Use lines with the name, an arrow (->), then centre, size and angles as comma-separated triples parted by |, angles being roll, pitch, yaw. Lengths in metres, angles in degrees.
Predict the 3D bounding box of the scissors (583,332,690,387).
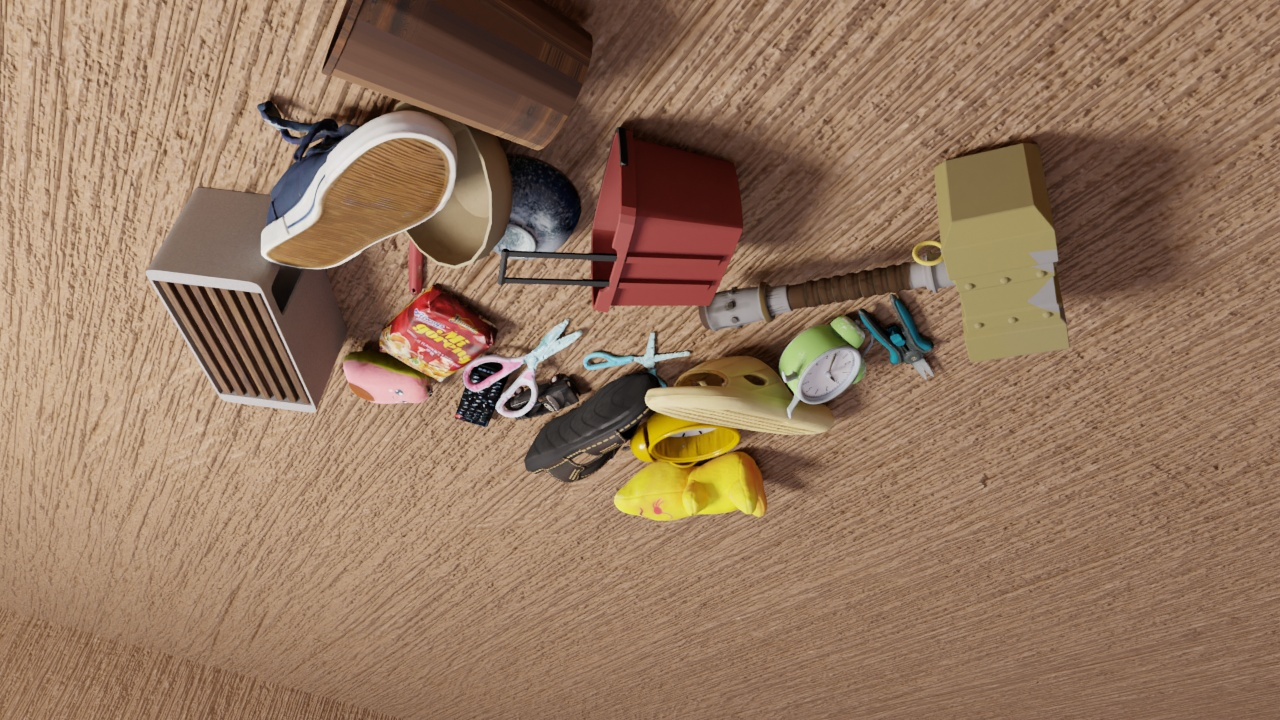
scissors -> -0.008, 0.006, 1.090 | 0.133, 0.015, 0.135 | 7, 138, 0

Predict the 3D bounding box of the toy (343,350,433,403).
toy -> -0.312, 0.023, 1.141 | 0.110, 0.051, 0.090 | 6, 145, 2

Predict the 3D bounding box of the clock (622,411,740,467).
clock -> 0.055, 0.093, 1.144 | 0.113, 0.052, 0.152 | 14, 146, -38

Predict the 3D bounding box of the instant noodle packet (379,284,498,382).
instant noodle packet -> -0.237, -0.027, 1.070 | 0.098, 0.039, 0.136 | 37, 137, -23

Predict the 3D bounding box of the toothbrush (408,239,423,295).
toothbrush -> -0.233, -0.128, 0.948 | 0.016, 0.016, 0.190 | 13, 144, -6

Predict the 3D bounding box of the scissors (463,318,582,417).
scissors -> -0.122, 0.012, 1.087 | 0.179, 0.016, 0.103 | -28, 117, 24

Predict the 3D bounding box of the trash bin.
trash bin -> -0.416, -0.059, 0.999 | 0.114, 0.114, 0.229 | 7, 144, 3

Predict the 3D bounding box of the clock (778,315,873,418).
clock -> 0.199, 0.001, 0.983 | 0.119, 0.042, 0.094 | -26, 139, -9

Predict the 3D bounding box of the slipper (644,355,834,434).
slipper -> 0.124, 0.035, 1.039 | 0.261, 0.079, 0.112 | 13, 168, -39

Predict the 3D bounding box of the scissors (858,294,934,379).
scissors -> 0.275, -0.021, 0.980 | 0.142, 0.019, 0.128 | 8, 139, -10

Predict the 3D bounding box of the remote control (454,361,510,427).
remote control -> -0.201, 0.040, 1.168 | 0.047, 0.022, 0.151 | 17, 145, -12

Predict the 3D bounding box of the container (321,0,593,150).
container -> -0.133, -0.240, 0.690 | 0.167, 0.132, 0.133 | 21, 143, -26

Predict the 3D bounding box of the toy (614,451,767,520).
toy -> 0.069, 0.170, 1.227 | 0.194, 0.087, 0.134 | -7, 170, 24

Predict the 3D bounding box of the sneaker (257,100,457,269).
sneaker -> -0.258, -0.178, 0.806 | 0.120, 0.127, 0.295 | 9, 164, -39

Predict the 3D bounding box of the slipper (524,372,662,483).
slipper -> -0.054, 0.092, 1.129 | 0.075, 0.112, 0.269 | 39, 141, -17

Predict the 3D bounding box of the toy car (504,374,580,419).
toy car -> -0.123, 0.050, 1.140 | 0.092, 0.037, 0.040 | -18, 137, 14

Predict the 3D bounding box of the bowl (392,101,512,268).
bowl -> -0.164, -0.162, 0.817 | 0.152, 0.050, 0.152 | 21, 123, 36

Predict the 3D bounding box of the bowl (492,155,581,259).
bowl -> -0.117, -0.133, 0.880 | 0.114, 0.060, 0.114 | 6, 145, 4

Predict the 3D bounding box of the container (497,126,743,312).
container -> -0.023, -0.120, 0.820 | 0.200, 0.126, 0.148 | 5, 145, -11

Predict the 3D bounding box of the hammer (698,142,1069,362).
hammer -> 0.211, -0.071, 0.857 | 0.325, 0.100, 0.190 | -9, 140, 24
